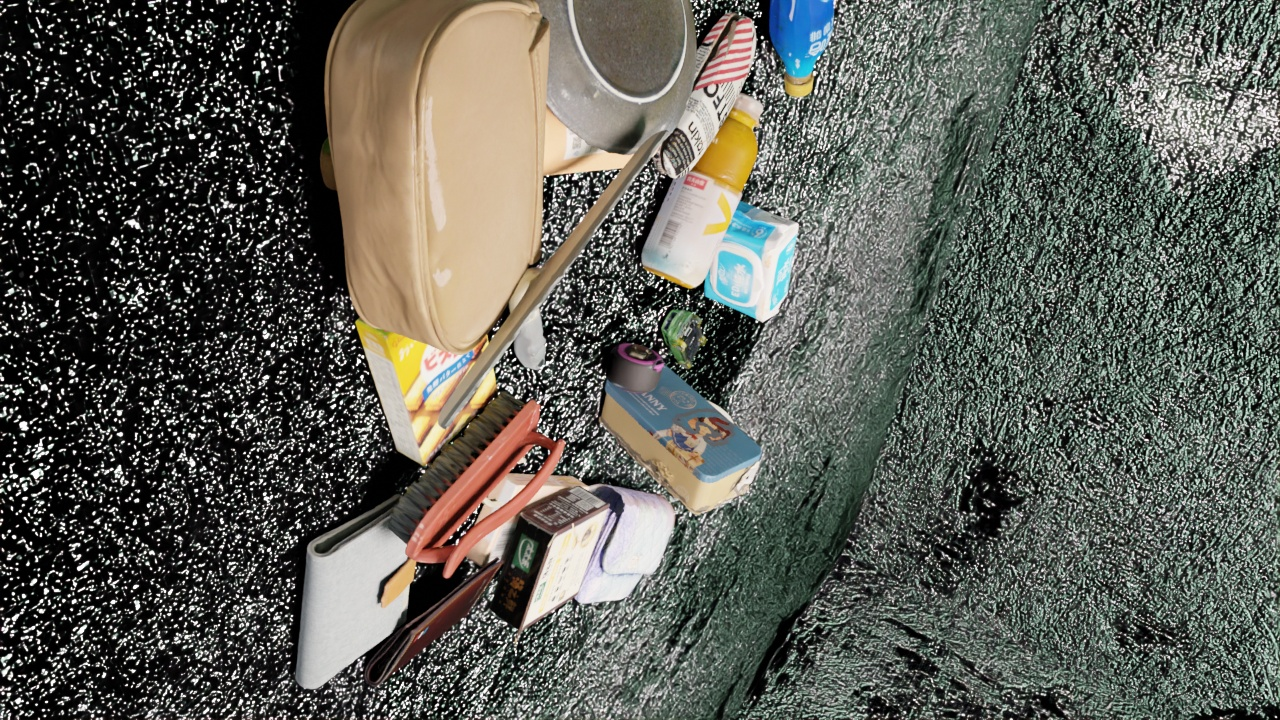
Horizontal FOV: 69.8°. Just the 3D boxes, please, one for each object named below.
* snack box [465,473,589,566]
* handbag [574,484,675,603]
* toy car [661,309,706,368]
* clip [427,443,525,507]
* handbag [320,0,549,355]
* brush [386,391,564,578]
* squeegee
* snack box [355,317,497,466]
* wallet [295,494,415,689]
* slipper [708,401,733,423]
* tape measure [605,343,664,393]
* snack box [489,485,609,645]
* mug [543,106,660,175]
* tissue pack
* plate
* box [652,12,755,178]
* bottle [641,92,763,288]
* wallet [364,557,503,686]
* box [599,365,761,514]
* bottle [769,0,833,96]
[{"bbox_3d":[-0.109,0.156,0.906,0.084,0.026,0.157,-65,157,2],"label":"snack box"},{"bbox_3d":[-0.029,0.215,1.081,0.134,0.075,0.193,-64,158,-1],"label":"handbag"},{"bbox_3d":[0.049,-0.026,1.048,0.043,0.036,0.091,-59,156,-16],"label":"toy car"},{"bbox_3d":[-0.133,0.079,0.769,0.092,0.035,0.103,-50,146,-22],"label":"clip"},{"bbox_3d":[-0.115,-0.113,0.529,0.147,0.100,0.205,-50,155,-48],"label":"handbag"},{"bbox_3d":[-0.121,0.095,0.689,0.145,0.069,0.063,-48,165,-34],"label":"brush"},{"bbox_3d":[-0.081,-0.036,0.689,0.246,0.039,0.247,-55,179,-17],"label":"squeegee"},{"bbox_3d":[-0.148,0.000,0.653,0.086,0.034,0.141,-48,151,-35],"label":"snack box"},{"bbox_3d":[-0.209,0.174,0.696,0.106,0.037,0.130,-29,139,-54],"label":"wallet"},{"bbox_3d":[0.062,0.121,1.138,0.275,0.114,0.054,86,24,-62],"label":"slipper"},{"bbox_3d":[-0.006,0.005,0.935,0.057,0.057,0.039,-70,175,-68],"label":"tape measure"},{"bbox_3d":[-0.089,0.193,0.884,0.125,0.053,0.113,-14,127,-60],"label":"snack box"},{"bbox_3d":[-0.048,-0.166,0.645,0.122,0.078,0.078,-28,138,-49],"label":"mug"},{"bbox_3d":[0.121,-0.114,1.043,0.063,0.090,0.140,-48,153,-35],"label":"tissue pack"},{"bbox_3d":[-0.013,-0.229,0.610,0.179,0.024,0.179,-4,95,-48],"label":"plate"},{"bbox_3d":[0.063,-0.239,0.832,0.071,0.057,0.164,38,79,-50],"label":"box"},{"bbox_3d":[0.064,-0.166,0.891,0.189,0.068,0.068,-66,157,5],"label":"bottle"},{"bbox_3d":[-0.179,0.227,0.805,0.097,0.020,0.122,-50,169,33],"label":"wallet"},{"bbox_3d":[0.034,0.074,0.953,0.089,0.184,0.060,-21,140,-39],"label":"box"},{"bbox_3d":[0.158,-0.354,0.904,0.065,0.065,0.219,-54,156,-24],"label":"bottle"}]
